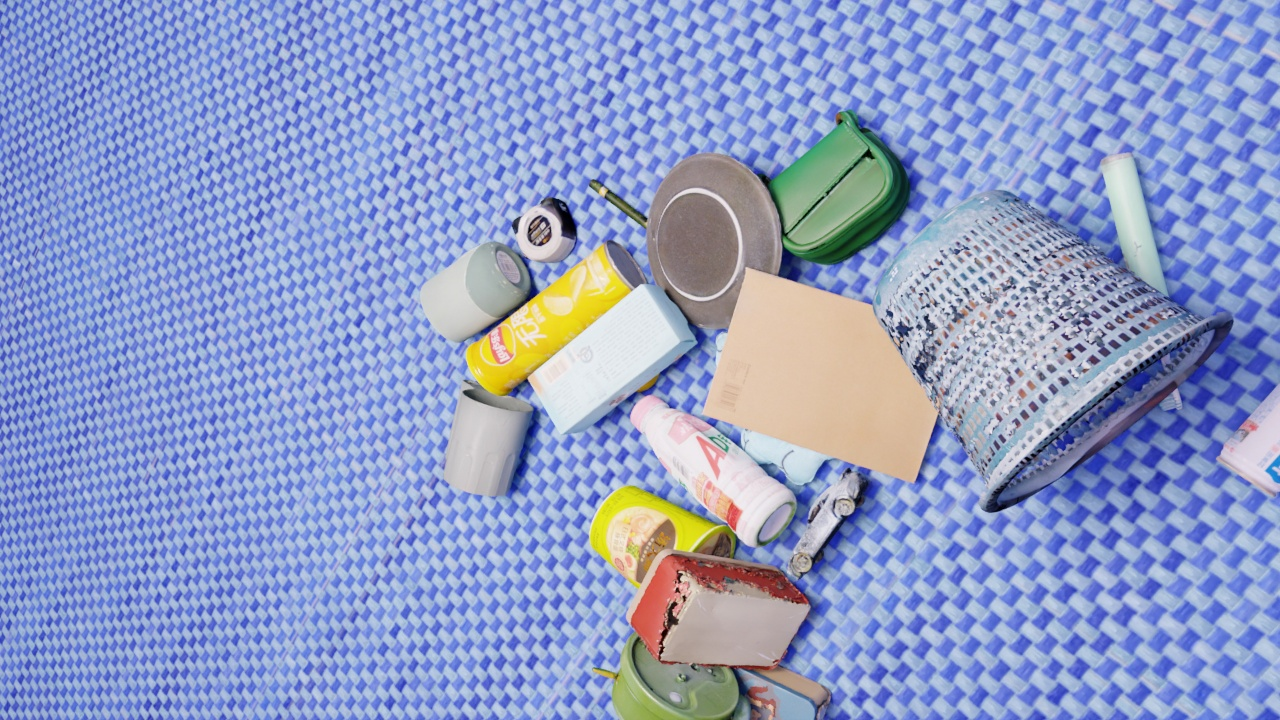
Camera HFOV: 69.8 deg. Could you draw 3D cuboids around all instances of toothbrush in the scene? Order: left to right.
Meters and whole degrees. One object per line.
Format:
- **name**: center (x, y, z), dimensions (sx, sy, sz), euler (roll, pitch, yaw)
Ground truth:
- **toothbrush**: center (0.013, -0.148, 0.998), dimensions (0.186, 0.012, 0.017), euler (39, 99, 22)
- **toothbrush**: center (0.431, -0.068, 0.782), dimensions (0.027, 0.026, 0.224), euler (-14, 83, 30)

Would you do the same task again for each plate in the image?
- **plate**: center (0.064, -0.118, 0.926), dimensions (0.180, 0.024, 0.179), euler (15, 111, 43)

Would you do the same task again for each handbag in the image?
- **handbag**: center (0.185, -0.165, 0.889), dimensions (0.132, 0.068, 0.120), euler (-36, 66, 22)

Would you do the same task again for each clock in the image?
- **clock**: center (0.041, 0.318, 0.853), dimensions (0.161, 0.116, 0.056), euler (36, 115, 27)

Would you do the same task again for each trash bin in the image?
- **trash bin**: center (0.305, -0.022, 0.740), dimensions (0.227, 0.226, 0.195), euler (-45, 61, 18)

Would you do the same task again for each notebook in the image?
- **notebook**: center (0.179, 0.014, 0.869), dimensions (0.211, 0.012, 0.149), euler (18, 97, 9)

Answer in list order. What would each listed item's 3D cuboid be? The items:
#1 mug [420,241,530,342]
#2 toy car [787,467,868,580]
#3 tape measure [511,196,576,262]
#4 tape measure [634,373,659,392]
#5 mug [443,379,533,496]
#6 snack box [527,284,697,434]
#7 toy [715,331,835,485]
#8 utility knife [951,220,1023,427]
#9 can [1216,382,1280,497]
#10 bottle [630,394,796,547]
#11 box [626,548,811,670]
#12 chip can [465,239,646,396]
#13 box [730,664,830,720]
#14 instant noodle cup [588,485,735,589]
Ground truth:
- **mug**: center (-0.188, -0.091, 1.065), dimensions (0.106, 0.082, 0.111), euler (-31, 44, 23)
- **toy car**: center (0.178, 0.158, 0.887), dimensions (0.037, 0.054, 0.121), euler (34, 105, 20)
- **tape measure**: center (-0.108, -0.144, 1.045), dimensions (0.066, 0.033, 0.066), euler (-27, 75, 25)
- **tape measure**: center (-0.006, 0.006, 0.994), dimensions (0.060, 0.028, 0.057), euler (-36, 73, 21)
- **mug**: center (-0.186, 0.088, 1.062), dimensions (0.124, 0.083, 0.103), euler (24, 102, 52)
- **snack box**: center (-0.031, 0.001, 0.960), dimensions (0.175, 0.051, 0.074), euler (-38, 74, 21)
- **toy**: center (0.136, 0.033, 0.913), dimensions (0.161, 0.049, 0.156), euler (25, 106, 25)
- **utility knife**: center (0.318, -0.034, 0.842), dimensions (0.033, 0.015, 0.215), euler (14, 95, 28)
- **can**: center (0.521, 0.041, 0.720), dimensions (0.053, 0.053, 0.135), euler (40, 106, 21)
- **bottle**: center (0.067, 0.104, 0.930), dimensions (0.197, 0.068, 0.068), euler (40, 106, 34)
- **box**: center (0.081, 0.239, 0.861), dimensions (0.077, 0.168, 0.091), euler (40, 108, 50)
- **chip can**: center (-0.095, -0.044, 1.015), dimensions (0.214, 0.072, 0.072), euler (-35, 74, 22)
- **box**: center (0.091, 0.337, 0.922), dimensions (0.184, 0.061, 0.090), euler (16, 95, 24)
- **instant noodle cup**: center (0.015, 0.190, 0.943), dimensions (0.123, 0.111, 0.112), euler (27, 101, 32)
